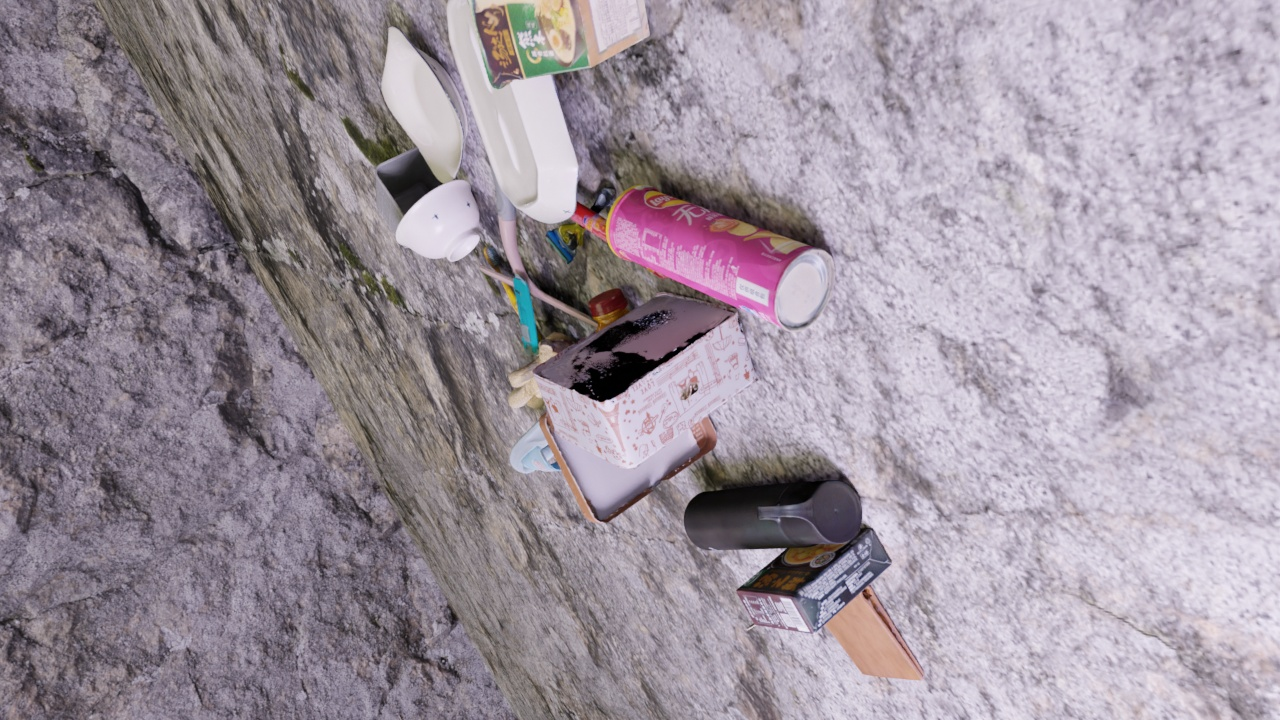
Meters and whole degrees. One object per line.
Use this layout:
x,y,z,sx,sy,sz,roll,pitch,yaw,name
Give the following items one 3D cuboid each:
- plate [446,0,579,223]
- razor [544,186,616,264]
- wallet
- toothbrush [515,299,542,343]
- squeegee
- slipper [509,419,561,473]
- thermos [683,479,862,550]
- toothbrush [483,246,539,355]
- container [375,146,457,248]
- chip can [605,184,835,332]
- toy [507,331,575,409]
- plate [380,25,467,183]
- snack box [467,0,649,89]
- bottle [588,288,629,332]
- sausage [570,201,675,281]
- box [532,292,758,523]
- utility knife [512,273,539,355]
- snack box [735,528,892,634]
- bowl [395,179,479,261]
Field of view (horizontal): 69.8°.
-0.134,-0.261,0.915,0.162,0.034,0.266,4,114,60,plate
-0.058,-0.150,0.975,0.042,0.022,0.143,49,148,-4,razor
0.234,0.285,0.963,0.115,0.020,0.101,56,153,-3,wallet
-0.126,-0.013,1.225,0.017,0.015,0.190,16,139,38,toothbrush
-0.151,-0.166,1.089,0.248,0.040,0.250,27,138,40,squeegee
-0.098,0.100,1.233,0.074,0.103,0.246,52,147,5,slipper
0.120,0.158,0.945,0.243,0.090,0.068,153,125,-63,thermos
-0.162,-0.070,1.245,0.018,0.016,0.191,-17,104,54,toothbrush
-0.303,-0.217,1.243,0.090,0.090,0.114,56,157,3,container
0.063,-0.091,0.783,0.211,0.071,0.071,29,142,42,chip can
-0.127,0.019,1.207,0.158,0.105,0.066,-49,40,47,toy
-0.255,-0.310,1.117,0.163,0.034,0.165,55,153,4,plate
-0.060,-0.287,0.742,0.106,0.118,0.118,19,136,37,snack box
-0.006,0.006,1.017,0.057,0.057,0.175,6,124,57,bottle
-0.024,-0.124,0.925,0.156,0.020,0.020,35,148,18,sausage
0.010,0.061,0.912,0.157,0.182,0.193,18,134,52,box
-0.146,-0.054,1.166,0.029,0.013,0.157,28,147,21,utility knife
0.163,0.216,0.899,0.053,0.113,0.126,61,153,-5,snack box
-0.244,-0.165,1.167,0.064,0.118,0.118,49,153,8,bowl
